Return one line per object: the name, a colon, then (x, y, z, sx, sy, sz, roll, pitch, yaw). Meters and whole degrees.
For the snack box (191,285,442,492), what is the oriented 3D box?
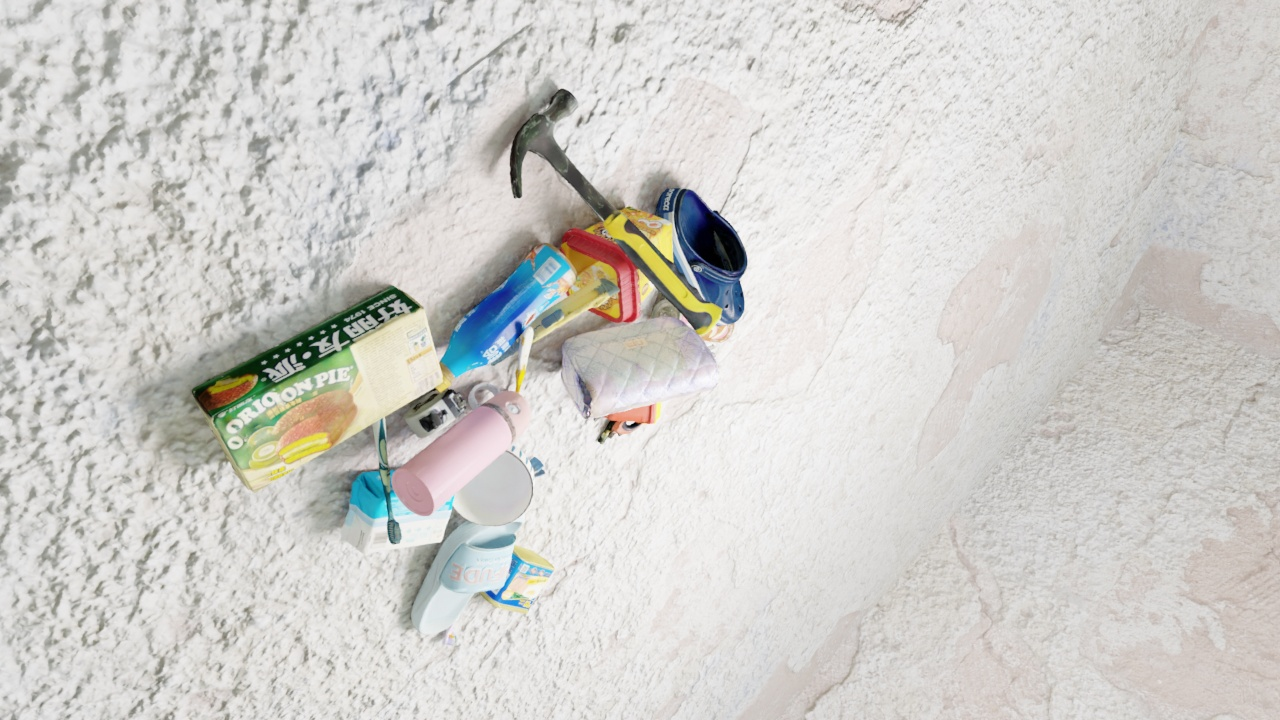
snack box: (-0.333, 0.027, 0.975, 0.239, 0.063, 0.115, -33, 140, -27)

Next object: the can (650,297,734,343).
can: (0.081, -0.060, 1.384, 0.147, 0.058, 0.058, 6, 114, -51)

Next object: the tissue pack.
tissue pack: (-0.298, 0.181, 1.141, 0.139, 0.063, 0.090, -1, 120, -42)

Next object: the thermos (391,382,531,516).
thermos: (-0.217, 0.099, 1.116, 0.067, 0.087, 0.198, -43, -179, 45)

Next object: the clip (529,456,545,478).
clip: (-0.165, 0.166, 1.320, 0.058, 0.026, 0.041, -36, 149, -23)

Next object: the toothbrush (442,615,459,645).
toothbrush: (-0.256, 0.344, 1.366, 0.029, 0.021, 0.189, -10, 126, -63)

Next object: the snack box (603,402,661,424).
snack box: (-0.020, 0.049, 1.320, 0.080, 0.091, 0.082, 0, 98, -20)

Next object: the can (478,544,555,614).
can: (-0.189, 0.334, 1.405, 0.083, 0.057, 0.102, -56, 145, -2)

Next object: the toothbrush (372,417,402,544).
toothbrush: (-0.296, 0.123, 1.067, 0.016, 0.018, 0.191, -12, 100, -43)

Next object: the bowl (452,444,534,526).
bowl: (-0.196, 0.155, 1.219, 0.066, 0.116, 0.117, -84, -163, -72)

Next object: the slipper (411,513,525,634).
slipper: (-0.241, 0.304, 1.287, 0.104, 0.074, 0.246, 7, 123, -51)

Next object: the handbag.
handbag: (-0.007, 0.007, 1.242, 0.193, 0.134, 0.076, -14, 133, -20)

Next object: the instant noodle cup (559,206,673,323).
instant noodle cup: (-0.024, -0.128, 1.169, 0.123, 0.116, 0.116, -42, 145, -35)

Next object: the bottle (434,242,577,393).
bottle: (-0.170, -0.047, 1.098, 0.218, 0.065, 0.065, -46, 144, -11)

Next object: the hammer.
hammer: (-0.023, -0.149, 1.062, 0.126, 0.032, 0.323, -47, 109, -10)

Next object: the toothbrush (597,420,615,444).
toothbrush: (-0.012, 0.051, 1.407, 0.017, 0.012, 0.186, 26, 99, -41)

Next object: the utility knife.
utility knife: (-0.111, -0.048, 1.135, 0.199, 0.031, 0.021, -31, 174, 24)

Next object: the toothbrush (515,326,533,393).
toothbrush: (-0.153, 0.010, 1.155, 0.016, 0.018, 0.192, -40, 164, -31)

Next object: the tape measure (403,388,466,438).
tape measure: (-0.248, 0.061, 1.096, 0.065, 0.066, 0.033, -40, 110, -23)

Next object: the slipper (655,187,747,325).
slipper: (0.103, -0.149, 1.284, 0.253, 0.095, 0.104, 53, 49, -47)

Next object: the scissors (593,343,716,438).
scissors: (0.029, 0.047, 1.414, 0.205, 0.015, 0.197, 7, 109, -36)
